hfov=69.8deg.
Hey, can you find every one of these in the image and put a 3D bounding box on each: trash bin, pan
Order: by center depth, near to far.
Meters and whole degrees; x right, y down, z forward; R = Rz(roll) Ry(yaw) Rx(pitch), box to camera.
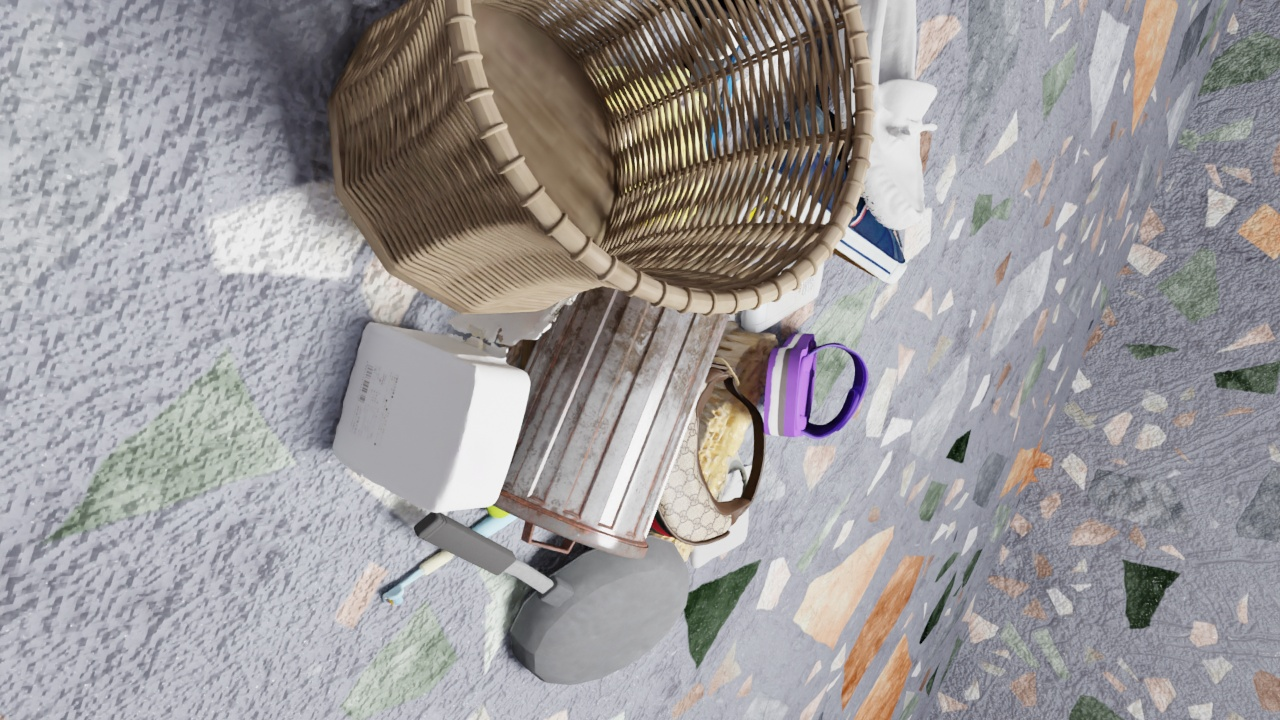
[{"bbox_3d":[-0.025,0.030,0.634,0.130,0.131,0.211,30,81,-56],"label":"trash bin"},{"bbox_3d":[-0.068,0.196,0.770,0.178,0.041,0.357,-40,141,3],"label":"pan"}]

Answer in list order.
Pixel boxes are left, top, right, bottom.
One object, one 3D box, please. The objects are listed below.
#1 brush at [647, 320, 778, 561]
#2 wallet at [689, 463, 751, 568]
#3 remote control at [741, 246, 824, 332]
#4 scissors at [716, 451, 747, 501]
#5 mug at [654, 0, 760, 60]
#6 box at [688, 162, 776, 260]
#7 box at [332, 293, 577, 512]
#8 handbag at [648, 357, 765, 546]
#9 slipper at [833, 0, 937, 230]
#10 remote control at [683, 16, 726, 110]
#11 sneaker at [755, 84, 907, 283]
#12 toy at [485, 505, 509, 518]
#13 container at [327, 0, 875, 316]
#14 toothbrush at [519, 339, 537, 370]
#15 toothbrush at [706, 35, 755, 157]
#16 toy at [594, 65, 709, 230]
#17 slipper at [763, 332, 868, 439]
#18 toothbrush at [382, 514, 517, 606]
[{"bbox_3d":[0.054,0.090,0.902,0.083,0.057,0.271,24,91,-56],"label":"brush"},{"bbox_3d":[0.084,0.166,1.020,0.086,0.032,0.116,-19,125,-35],"label":"wallet"},{"bbox_3d":[0.150,-0.075,0.956,0.138,0.025,0.060,-30,133,-44],"label":"remote control"},{"bbox_3d":[0.099,0.085,0.969,0.169,0.013,0.131,-47,106,-12],"label":"scissors"},{"bbox_3d":[0.031,-0.260,0.607,0.084,0.100,0.119,-43,140,-30],"label":"mug"},{"bbox_3d":[0.033,-0.084,0.747,0.209,0.064,0.033,-51,147,-14],"label":"box"},{"bbox_3d":[-0.114,-0.001,0.575,0.190,0.111,0.083,-64,148,-8],"label":"box"},{"bbox_3d":[0.052,0.079,0.830,0.138,0.063,0.166,-18,102,-31],"label":"handbag"},{"bbox_3d":[0.227,-0.242,0.830,0.112,0.075,0.246,-4,89,-37],"label":"slipper"},{"bbox_3d":[0.057,-0.272,0.709,0.041,0.020,0.152,-9,117,-51],"label":"remote control"},{"bbox_3d":[0.207,-0.169,0.906,0.127,0.121,0.294,-55,144,8],"label":"sneaker"},{"bbox_3d":[-0.095,0.075,0.712,0.094,0.036,0.094,-37,143,-25],"label":"toy"},{"bbox_3d":[-0.032,-0.125,0.461,0.226,0.197,0.226,4,84,-36],"label":"container"},{"bbox_3d":[-0.076,-0.046,0.659,0.016,0.016,0.167,-55,160,-52],"label":"toothbrush"},{"bbox_3d":[0.067,-0.190,0.780,0.016,0.014,0.167,-4,115,-53],"label":"toothbrush"},{"bbox_3d":[-0.010,-0.144,0.664,0.155,0.064,0.170,-48,143,2],"label":"toy"},{"bbox_3d":[0.186,0.029,0.928,0.266,0.084,0.107,-8,102,-74],"label":"slipper"},{"bbox_3d":[-0.134,0.143,0.717,0.154,0.016,0.022,-33,171,-38],"label":"toothbrush"}]
